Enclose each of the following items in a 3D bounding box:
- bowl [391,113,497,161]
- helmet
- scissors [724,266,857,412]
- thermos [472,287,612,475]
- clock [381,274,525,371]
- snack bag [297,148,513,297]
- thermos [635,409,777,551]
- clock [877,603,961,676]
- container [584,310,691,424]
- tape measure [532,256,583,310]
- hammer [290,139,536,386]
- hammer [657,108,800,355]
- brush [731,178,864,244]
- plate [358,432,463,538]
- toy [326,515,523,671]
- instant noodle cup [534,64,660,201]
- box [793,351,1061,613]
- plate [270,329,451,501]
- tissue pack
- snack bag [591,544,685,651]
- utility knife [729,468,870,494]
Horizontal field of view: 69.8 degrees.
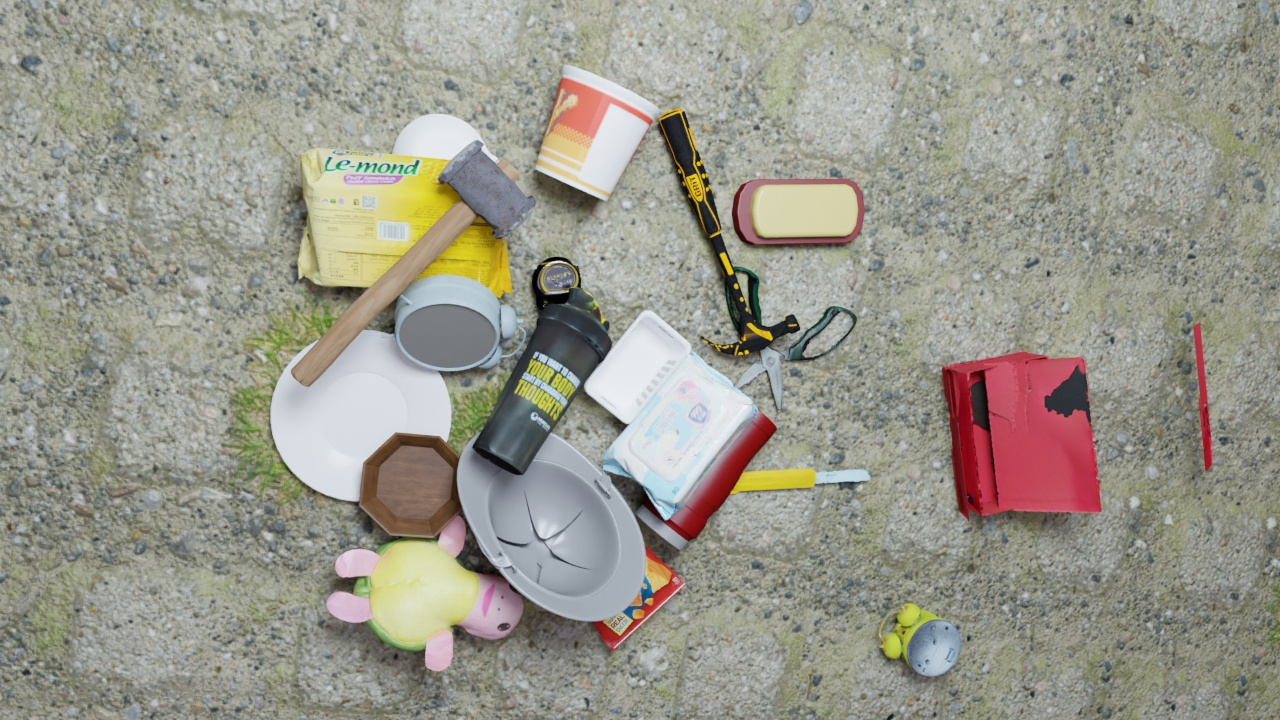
[{"bbox_3d":[-0.234,-0.234,1.076,0.114,0.050,0.115,-1,97,-12],"label":"bowl"},{"bbox_3d":[-0.121,0.211,1.123,0.182,0.118,0.271,-35,76,-34],"label":"helmet"},{"bbox_3d":[0.197,-0.038,1.209,0.204,0.015,0.202,-14,99,-11],"label":"scissors"},{"bbox_3d":[-0.112,0.026,1.087,0.098,0.098,0.220,33,72,-13],"label":"thermos"},{"bbox_3d":[-0.213,-0.038,1.074,0.159,0.045,0.123,16,134,-24],"label":"clock"},{"bbox_3d":[-0.264,-0.149,1.043,0.247,0.068,0.160,3,122,-12],"label":"snack bag"},{"bbox_3d":[0.075,0.134,1.167,0.108,0.084,0.198,40,85,-14],"label":"thermos"},{"bbox_3d":[0.386,0.386,1.275,0.119,0.057,0.083,26,91,-14],"label":"clock"},{"bbox_3d":[-0.007,0.007,1.152,0.080,0.049,0.129,40,87,-13],"label":"container"},{"bbox_3d":[-0.103,-0.097,1.129,0.061,0.034,0.061,-12,101,-11],"label":"tape measure"},{"bbox_3d":[-0.255,-0.094,0.983,0.328,0.052,0.098,-43,109,4],"label":"hammer"},{"bbox_3d":[0.090,-0.159,1.154,0.123,0.036,0.320,-20,98,16],"label":"hammer"},{"bbox_3d":[0.206,-0.191,1.178,0.173,0.042,0.082,-3,97,-12],"label":"brush"},{"bbox_3d":[-0.272,0.148,1.105,0.131,0.025,0.131,-1,93,-12],"label":"plate"},{"bbox_3d":[-0.253,0.281,1.110,0.238,0.088,0.189,12,55,-23],"label":"toy"},{"bbox_3d":[-0.058,-0.263,1.081,0.123,0.123,0.121,22,99,-13],"label":"instant noodle cup"},{"bbox_3d":[0.380,0.134,1.159,0.476,0.171,0.214,-17,101,-48],"label":"box"},{"bbox_3d":[-0.335,0.067,1.108,0.208,0.015,0.208,-1,97,-12],"label":"plate"},{"bbox_3d":[0.047,0.091,1.110,0.112,0.070,0.181,38,84,18],"label":"tissue pack"},{"bbox_3d":[-0.036,0.279,1.183,0.130,0.039,0.144,-41,97,-4],"label":"snack bag"},{"bbox_3d":[0.203,0.161,1.231,0.224,0.019,0.030,-1,102,-7],"label":"utility knife"}]
